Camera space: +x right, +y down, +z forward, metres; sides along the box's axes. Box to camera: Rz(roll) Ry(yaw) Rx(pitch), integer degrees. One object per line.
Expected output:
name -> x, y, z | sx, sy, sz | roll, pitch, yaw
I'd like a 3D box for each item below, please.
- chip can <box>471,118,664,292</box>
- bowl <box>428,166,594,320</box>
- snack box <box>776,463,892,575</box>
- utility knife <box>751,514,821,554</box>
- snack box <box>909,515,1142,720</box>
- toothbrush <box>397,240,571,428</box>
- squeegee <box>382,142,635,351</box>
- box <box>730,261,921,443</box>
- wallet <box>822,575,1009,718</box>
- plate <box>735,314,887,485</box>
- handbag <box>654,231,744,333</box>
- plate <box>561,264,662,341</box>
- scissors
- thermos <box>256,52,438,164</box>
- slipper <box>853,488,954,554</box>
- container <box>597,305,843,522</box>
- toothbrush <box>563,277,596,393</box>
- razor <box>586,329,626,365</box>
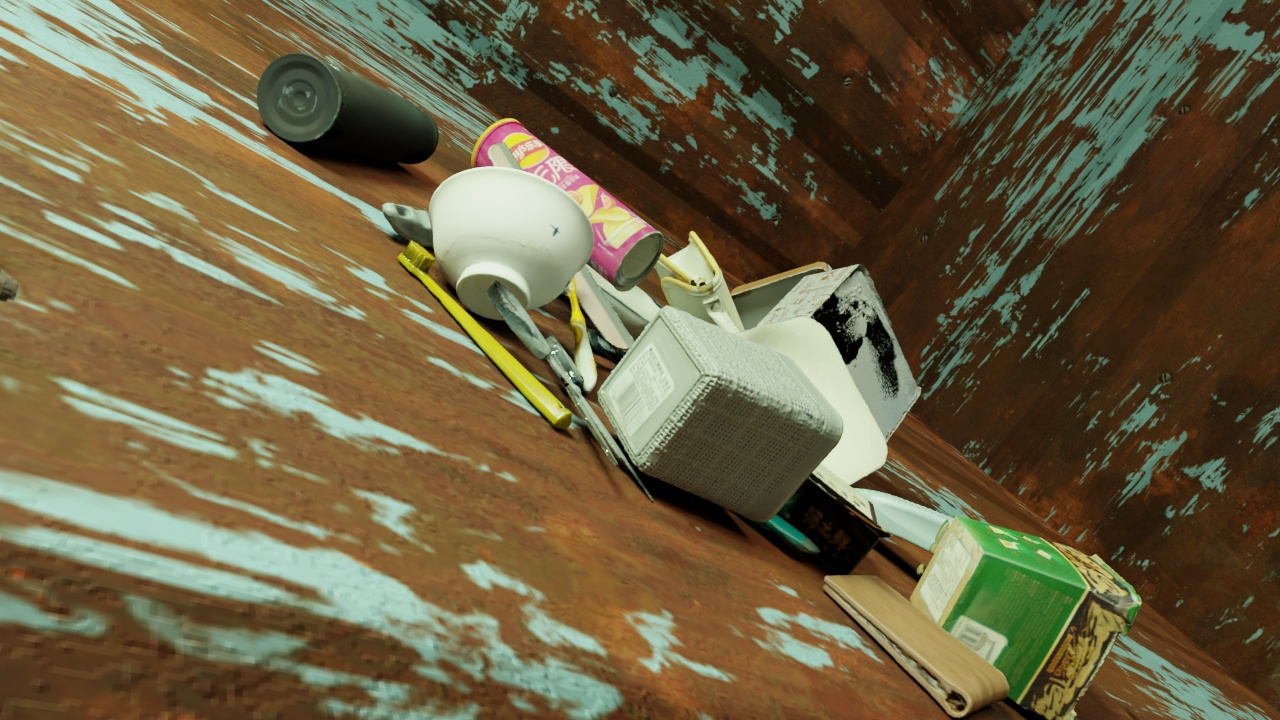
chip can -> -0.074, -0.156, 0.910 | 0.210, 0.071, 0.071 | 41, 11, 22
bowl -> -0.095, -0.068, 0.632 | 0.118, 0.119, 0.064 | 31, 49, -27
snack box -> 0.120, 0.097, 0.675 | 0.113, 0.053, 0.125 | 38, 11, 6
utility knife -> 0.057, 0.087, 0.629 | 0.157, 0.013, 0.029 | 36, 7, 10
snack box -> 0.266, 0.180, 0.668 | 0.105, 0.118, 0.117 | 24, 10, 0
toothbrush -> -0.101, -0.021, 0.577 | 0.190, 0.017, 0.015 | 43, 14, 32
squeegee -> -0.134, -0.101, 0.763 | 0.247, 0.040, 0.249 | 58, 22, 14
box -> 0.183, -0.002, 1.039 | 0.193, 0.156, 0.183 | -10, -65, 47
wallet -> 0.179, 0.181, 0.597 | 0.115, 0.020, 0.101 | 40, 11, 35
plate -> 0.139, 0.045, 0.830 | 0.163, 0.034, 0.163 | -15, 74, -42
handbag -> 0.083, -0.033, 0.982 | 0.163, 0.063, 0.178 | 61, -1, -38
plate -> -0.071, -0.093, 0.945 | 0.265, 0.034, 0.162 | 35, 11, -10
scissors -> -0.044, 0.014, 0.569 | 0.159, 0.014, 0.175 | 50, 1, -5
thermos -> -0.260, -0.216, 0.823 | 0.090, 0.068, 0.242 | 5, 7, 5
slipper -> 0.280, 0.179, 0.788 | 0.245, 0.074, 0.104 | 23, -1, 17
container -> 0.046, 0.032, 0.570 | 0.114, 0.090, 0.090 | 24, 21, -37
toothbrush -> -0.051, -0.027, 0.707 | 0.018, 0.016, 0.191 | 25, 22, -21
razor -> -0.005, 0.004, 0.765 | 0.142, 0.022, 0.042 | 27, 45, -50
